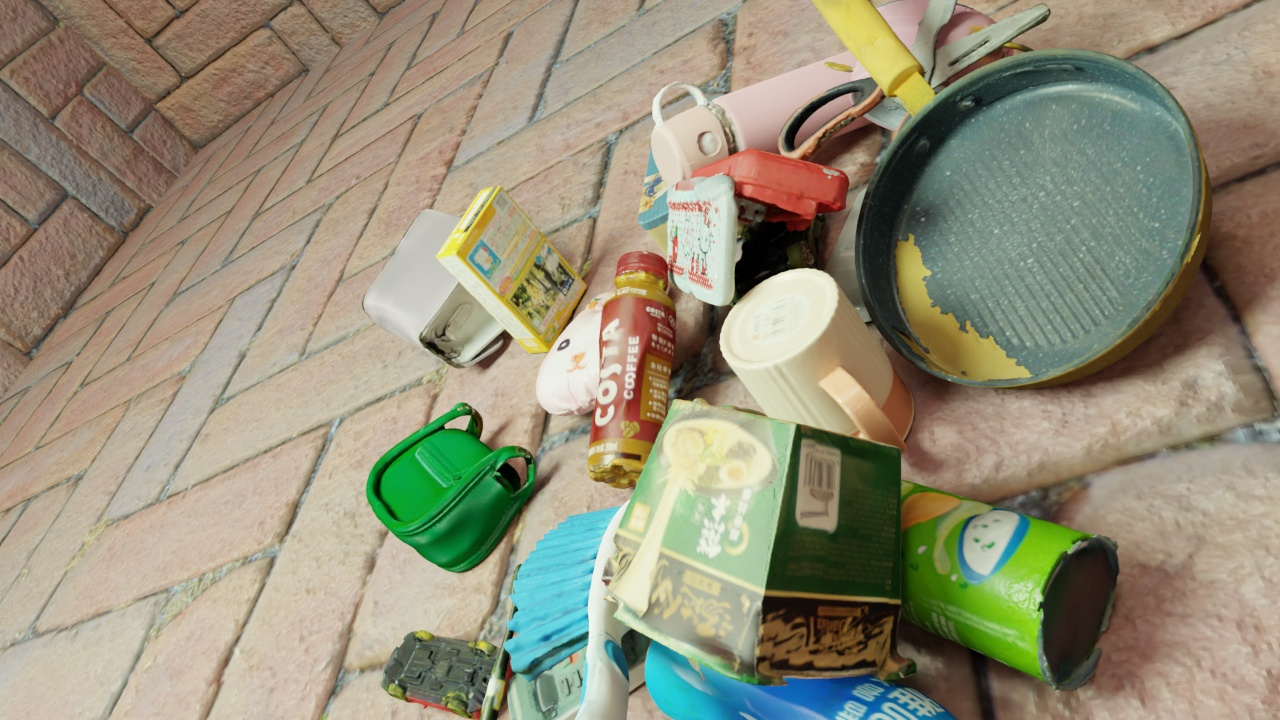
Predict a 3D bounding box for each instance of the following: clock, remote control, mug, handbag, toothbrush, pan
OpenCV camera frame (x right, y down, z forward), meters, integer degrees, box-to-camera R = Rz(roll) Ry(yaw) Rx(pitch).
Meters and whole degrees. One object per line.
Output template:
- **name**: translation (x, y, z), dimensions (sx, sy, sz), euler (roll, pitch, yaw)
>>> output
- **clock**: translation (0.229, -0.215, 0.686), dimensions (0.159, 0.117, 0.059), euler (9, 79, 49)
- **remote control**: translation (-0.024, 0.186, 0.569), dimensions (0.135, 0.019, 0.056), euler (-37, 33, 7)
- **mug**: translation (0.112, 0.014, 0.548), dimensions (0.082, 0.106, 0.114), euler (-39, 33, 4)
- **handbag**: translation (-0.203, -0.075, 0.974), dimensions (0.144, 0.098, 0.197), euler (-49, 35, -14)
- **toothbrush**: translation (-0.096, 0.220, 0.583), dimensions (0.017, 0.012, 0.185), euler (-40, 33, 55)
- **pan**: translation (0.182, -0.145, 0.564), dimensions (0.198, 0.078, 0.357), euler (-42, 52, 29)
- **handbag**: translation (-0.156, 0.100, 0.755), dimensions (0.120, 0.068, 0.131), euler (-48, 34, -12)
- **remote control**: translation (0.169, -0.080, 0.676), dimensions (0.056, 0.020, 0.135), euler (-2, 50, 43)

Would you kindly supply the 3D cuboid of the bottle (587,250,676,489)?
- **bottle**: translation (-0.004, 0.004, 0.675), dimensions (0.058, 0.057, 0.174), euler (-14, 61, 35)

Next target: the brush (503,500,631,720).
- **brush**: translation (-0.029, 0.141, 0.479), dimensions (0.110, 0.060, 0.313), euler (-29, 8, 20)

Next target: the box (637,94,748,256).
- **box**: translation (0.055, -0.175, 0.863), dimensions (0.090, 0.062, 0.183), euler (-23, 39, 25)

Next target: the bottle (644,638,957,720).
- **bottle**: translation (0.093, 0.174, 0.425), dimensions (0.219, 0.065, 0.065), euler (10, 59, 49)

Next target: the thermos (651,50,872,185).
- **thermos**: translation (0.104, -0.210, 0.769), dimensions (0.198, 0.087, 0.067), euler (-22, 9, -14)

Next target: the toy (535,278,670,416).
- **toy**: translation (-0.028, -0.017, 0.779), dimensions (0.122, 0.054, 0.159), euler (-18, 32, 30)

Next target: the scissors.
- **scissors**: translation (0.179, -0.182, 0.644), dimensions (0.189, 0.015, 0.223), euler (27, 105, 48)

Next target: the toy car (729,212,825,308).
- **toy car**: translation (0.110, -0.084, 0.717), dimensions (0.070, 0.042, 0.157), euler (-24, 26, 31)

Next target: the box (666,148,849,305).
- **box**: translation (0.066, -0.087, 0.646), dimensions (0.201, 0.095, 0.102), euler (-127, 50, -79)

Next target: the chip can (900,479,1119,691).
- **chip can**: translation (0.119, 0.093, 0.484), dimensions (0.236, 0.072, 0.072), euler (13, 61, 51)

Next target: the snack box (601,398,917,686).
- **snack box**: translation (0.059, 0.078, 0.422), dimensions (0.118, 0.118, 0.105), euler (10, 88, 50)

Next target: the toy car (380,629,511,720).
- **toy car**: translation (-0.135, 0.216, 0.633), dimensions (0.106, 0.031, 0.049), euler (-3, 48, 35)

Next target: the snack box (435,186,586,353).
- **snack box**: translation (-0.116, -0.082, 0.856), dimensions (0.034, 0.140, 0.086), euler (-5, 49, 44)
